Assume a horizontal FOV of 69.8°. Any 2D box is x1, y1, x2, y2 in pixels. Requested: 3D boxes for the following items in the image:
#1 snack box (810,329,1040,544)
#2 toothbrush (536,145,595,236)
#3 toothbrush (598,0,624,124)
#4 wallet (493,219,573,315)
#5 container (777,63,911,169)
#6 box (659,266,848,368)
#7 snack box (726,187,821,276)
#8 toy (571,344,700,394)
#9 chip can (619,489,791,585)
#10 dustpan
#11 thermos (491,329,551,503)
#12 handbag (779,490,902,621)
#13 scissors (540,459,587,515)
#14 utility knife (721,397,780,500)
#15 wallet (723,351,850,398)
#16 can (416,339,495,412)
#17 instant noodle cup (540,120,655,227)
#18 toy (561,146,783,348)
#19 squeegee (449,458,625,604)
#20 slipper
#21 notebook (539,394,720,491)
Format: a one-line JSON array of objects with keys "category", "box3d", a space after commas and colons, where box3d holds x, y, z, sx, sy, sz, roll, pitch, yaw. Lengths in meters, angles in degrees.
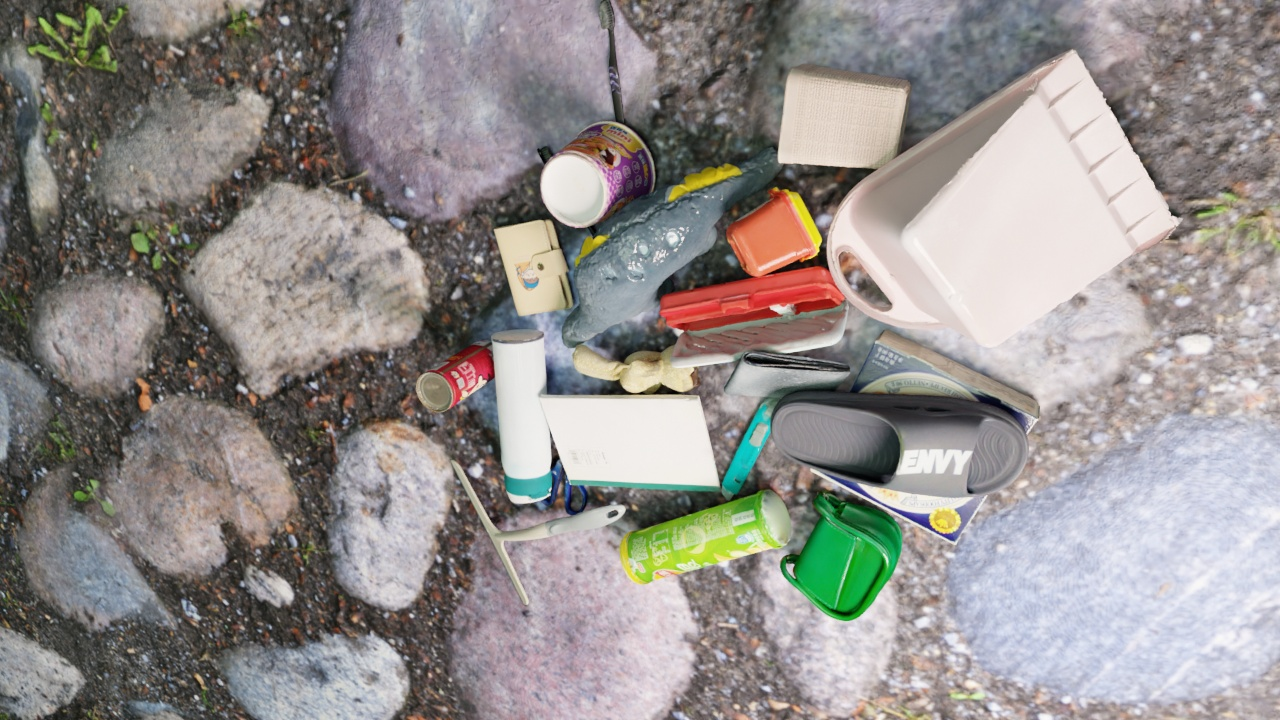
[{"category": "snack box", "box3d": [0.306, 0.085, 1.004, 0.178, 0.045, 0.183, 27, 118, 13]}, {"category": "toothbrush", "box3d": [-0.067, -0.172, 1.090, 0.016, 0.014, 0.189, -33, 96, 5]}, {"category": "toothbrush", "box3d": [-0.028, -0.302, 1.019, 0.014, 0.016, 0.189, 5, 114, 29]}, {"category": "wallet", "box3d": [-0.130, -0.115, 1.135, 0.087, 0.024, 0.115, -6, 106, 25]}, {"category": "container", "box3d": [0.202, -0.237, 0.900, 0.111, 0.089, 0.090, 11, 114, 16]}, {"category": "box", "box3d": [0.125, -0.035, 1.010, 0.202, 0.094, 0.091, -9, 74, 28]}, {"category": "snack box", "box3d": [0.135, -0.131, 0.957, 0.080, 0.091, 0.082, -28, 96, 4]}, {"category": "toy", "box3d": [-0.007, 0.006, 1.099, 0.157, 0.105, 0.066, 7, 69, 10]}, {"category": "chip can", "box3d": [0.081, 0.222, 1.146, 0.222, 0.072, 0.072, -23, 99, 30]}, {"category": "dustpan", "box3d": [0.323, -0.138, 0.882, 0.273, 0.138, 0.222, -40, 115, 6]}, {"category": "thermos", "box3d": [-0.152, 0.075, 1.184, 0.073, 0.073, 0.224, 4, 106, 23]}, {"category": "handbag", "box3d": [0.238, 0.230, 1.086, 0.120, 0.067, 0.132, 32, 121, 18]}, {"category": "scissors", "box3d": [-0.090, 0.137, 1.222, 0.128, 0.012, 0.174, 43, 123, 3]}, {"category": "utility knife", "box3d": [0.134, 0.108, 1.110, 0.029, 0.013, 0.162, 29, 119, 13]}, {"category": "wallet", "box3d": [0.159, 0.021, 1.008, 0.121, 0.019, 0.097, 6, 158, -4]}, {"category": "can", "box3d": [-0.225, 0.017, 1.166, 0.053, 0.132, 0.053, 9, 113, 21]}, {"category": "instant noodle cup", "box3d": [-0.052, -0.201, 1.016, 0.112, 0.099, 0.112, 11, 117, 21]}, {"category": "toy", "box3d": [0.002, -0.115, 1.018, 0.357, 0.137, 0.091, -41, 68, 32]}, {"category": "squeegee", "box3d": [-0.128, 0.228, 1.251, 0.247, 0.039, 0.246, -15, 106, 31]}, {"category": "slipper", "box3d": [0.258, 0.096, 0.957, 0.268, 0.083, 0.111, 7, 113, 25]}, {"category": "notebook", "box3d": [-0.013, 0.104, 1.146, 0.209, 0.012, 0.150, 0, 126, 21]}]
